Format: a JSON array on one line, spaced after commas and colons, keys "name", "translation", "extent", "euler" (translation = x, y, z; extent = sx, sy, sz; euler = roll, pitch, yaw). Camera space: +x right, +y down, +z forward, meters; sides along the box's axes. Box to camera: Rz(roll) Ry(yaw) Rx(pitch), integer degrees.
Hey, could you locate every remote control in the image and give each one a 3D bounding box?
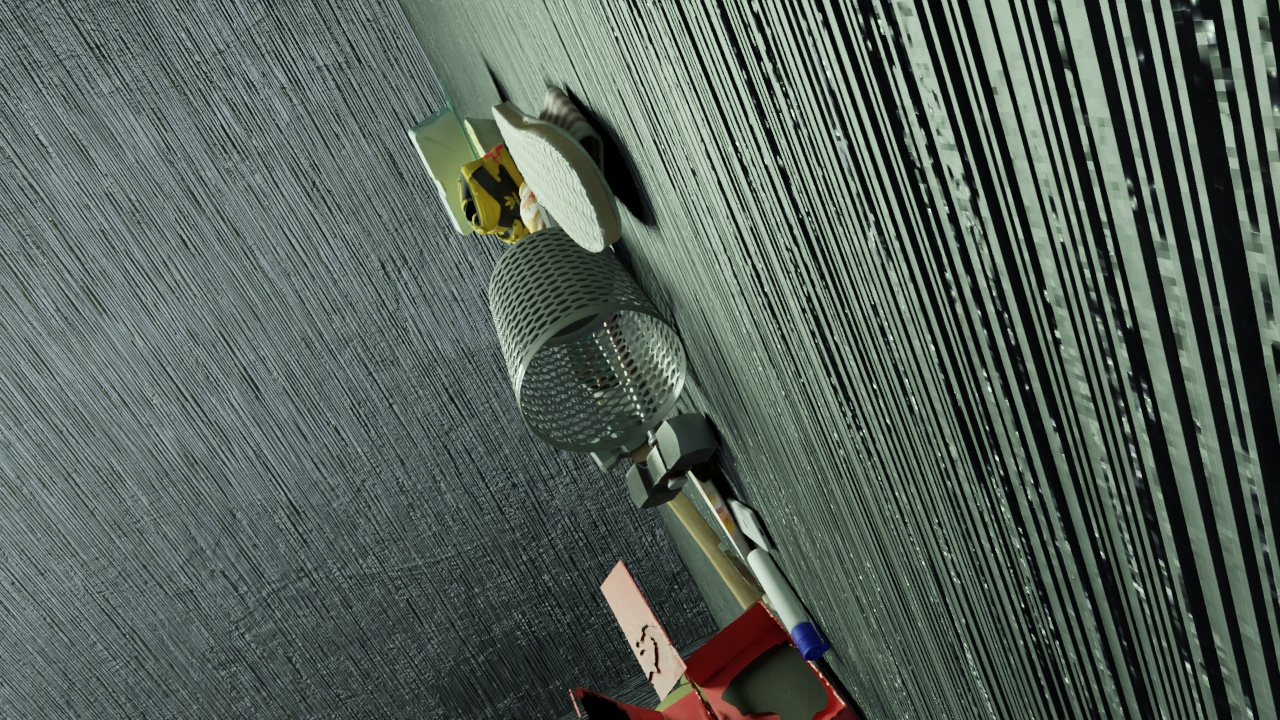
[{"name": "remote control", "translation": [0.116, 0.174, 0.987], "extent": [0.045, 0.008, 0.147], "euler": [62, 175, 0]}, {"name": "remote control", "translation": [-0.006, 0.006, 1.083], "extent": [0.135, 0.050, 0.011], "euler": [59, 175, 31]}]

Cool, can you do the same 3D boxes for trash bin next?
[{"name": "trash bin", "translation": [-0.061, -0.029, 0.891], "extent": [0.183, 0.156, 0.156], "euler": [60, 175, 50]}]

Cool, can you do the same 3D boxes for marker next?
[{"name": "marker", "translation": [0.150, 0.248, 0.948], "extent": [0.133, 0.027, 0.023], "euler": [59, 175, 49]}]

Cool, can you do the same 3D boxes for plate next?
[{"name": "plate", "translation": [0.078, 0.151, 1.133], "extent": [0.187, 0.016, 0.187], "euler": [60, 177, -41]}]

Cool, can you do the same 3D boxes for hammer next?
[{"name": "hammer", "translation": [0.061, 0.208, 1.287], "extent": [0.323, 0.117, 0.051], "euler": [51, 172, 18]}, {"name": "hammer", "translation": [-0.018, -0.006, 1.018], "extent": [0.322, 0.043, 0.156], "euler": [67, 149, 25]}]

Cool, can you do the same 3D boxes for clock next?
[{"name": "clock", "translation": [-0.064, -0.042, 1.296], "extent": [0.157, 0.073, 0.121], "euler": [-96, -12, -60]}]

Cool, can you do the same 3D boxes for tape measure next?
[{"name": "tape measure", "translation": [0.056, 0.095, 1.012], "extent": [0.064, 0.037, 0.066], "euler": [55, 171, 50]}]

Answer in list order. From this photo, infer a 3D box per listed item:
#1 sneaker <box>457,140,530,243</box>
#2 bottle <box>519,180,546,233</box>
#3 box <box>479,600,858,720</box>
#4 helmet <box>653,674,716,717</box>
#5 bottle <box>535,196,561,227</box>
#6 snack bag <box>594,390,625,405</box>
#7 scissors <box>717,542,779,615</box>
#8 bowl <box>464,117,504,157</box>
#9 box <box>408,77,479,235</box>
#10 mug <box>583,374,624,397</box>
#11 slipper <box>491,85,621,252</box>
[{"name": "sneaker", "translation": [-0.161, -0.183, 1.227], "extent": [0.086, 0.122, 0.239], "euler": [59, 173, 46]}, {"name": "bottle", "translation": [-0.112, -0.180, 1.084], "extent": [0.109, 0.063, 0.063], "euler": [55, 172, 51]}, {"name": "box", "translation": [0.036, 0.421, 0.999], "extent": [0.211, 0.377, 0.124], "euler": [-135, 29, -64]}, {"name": "helmet", "translation": [0.120, 0.506, 1.176], "extent": [0.250, 0.255, 0.233], "euler": [64, 171, -24]}, {"name": "bottle", "translation": [-0.086, -0.168, 0.983], "extent": [0.047, 0.047, 0.112], "euler": [59, 174, 30]}, {"name": "snack bag", "translation": [-0.085, -0.037, 1.522], "extent": [0.094, 0.070, 0.206], "euler": [56, 172, 51]}, {"name": "scissors", "translation": [0.148, 0.283, 1.129], "extent": [0.170, 0.012, 0.157], "euler": [51, 174, -29]}, {"name": "bowl", "translation": [-0.189, -0.279, 1.347], "extent": [0.219, 0.060, 0.188], "euler": [59, 174, 41]}, {"name": "box", "translation": [-0.260, -0.284, 1.296], "extent": [0.198, 0.078, 0.122], "euler": [72, -172, -53]}, {"name": "mug", "translation": [-0.065, 0.004, 1.428], "extent": [0.113, 0.084, 0.070], "euler": [45, 174, 10]}, {"name": "slipper", "translation": [-0.067, -0.170, 0.769], "extent": [0.263, 0.052, 0.115], "euler": [47, 162, 57]}]
